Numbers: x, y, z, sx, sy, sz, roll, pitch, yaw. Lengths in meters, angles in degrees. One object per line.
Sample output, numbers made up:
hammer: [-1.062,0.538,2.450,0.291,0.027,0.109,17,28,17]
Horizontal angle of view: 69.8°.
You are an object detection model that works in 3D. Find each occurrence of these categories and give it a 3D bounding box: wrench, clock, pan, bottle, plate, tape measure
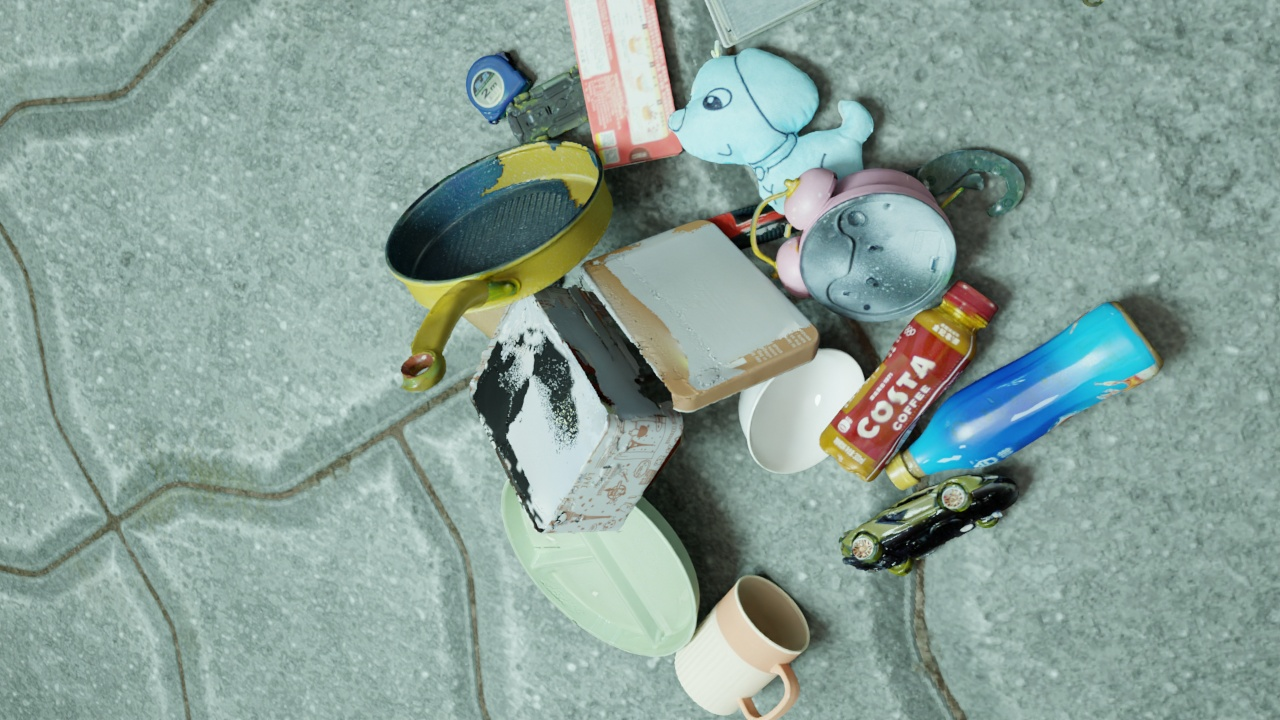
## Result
wrench: [0.173,-0.128,0.764,0.274,0.016,0.056,-7,99,23]
clock: [0.166,-0.095,0.724,0.158,0.059,0.117,5,131,6]
pan: [-0.124,-0.077,0.704,0.198,0.356,0.078,-16,129,13]
bottle: [0.219,0.016,0.745,0.057,0.057,0.175,38,101,11]
bottle: [0.291,0.037,0.725,0.219,0.065,0.065,-36,87,25]
plate: [-0.039,0.187,0.877,0.230,0.027,0.231,22,133,26]
tape measure: [-0.135,-0.258,0.859,0.058,0.025,0.054,-43,82,21]

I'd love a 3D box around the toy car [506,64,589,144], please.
toy car: [-0.070,-0.232,0.834,0.105,0.032,0.048,-23,98,15]

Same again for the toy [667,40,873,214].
toy: [0.104,-0.195,0.756,0.162,0.049,0.156,-16,86,18]

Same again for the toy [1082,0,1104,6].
toy: [0.347,-0.319,0.628,0.157,0.066,0.105,-50,49,20]

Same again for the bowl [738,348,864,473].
bowl: [0.125,0.030,0.786,0.065,0.118,0.118,45,122,50]

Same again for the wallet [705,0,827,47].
wallet: [0.088,-0.331,0.738,0.107,0.037,0.129,-23,91,10]

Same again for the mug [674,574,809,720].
mug: [0.098,0.275,0.842,0.106,0.081,0.114,-54,46,25]

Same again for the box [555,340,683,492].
box: [-0.053,0.060,0.869,0.168,0.076,0.091,38,113,12]

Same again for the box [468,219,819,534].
box: [-0.013,0.000,0.736,0.271,0.134,0.179,-40,52,5]

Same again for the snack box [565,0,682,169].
snack box: [-0.014,-0.248,0.796,0.075,0.025,0.153,-11,98,2]

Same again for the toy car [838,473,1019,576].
toy car: [0.241,0.136,0.771,0.158,0.070,0.042,-35,49,25]

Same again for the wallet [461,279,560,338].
wallet: [-0.144,-0.069,0.903,0.115,0.033,0.090,34,110,13]
